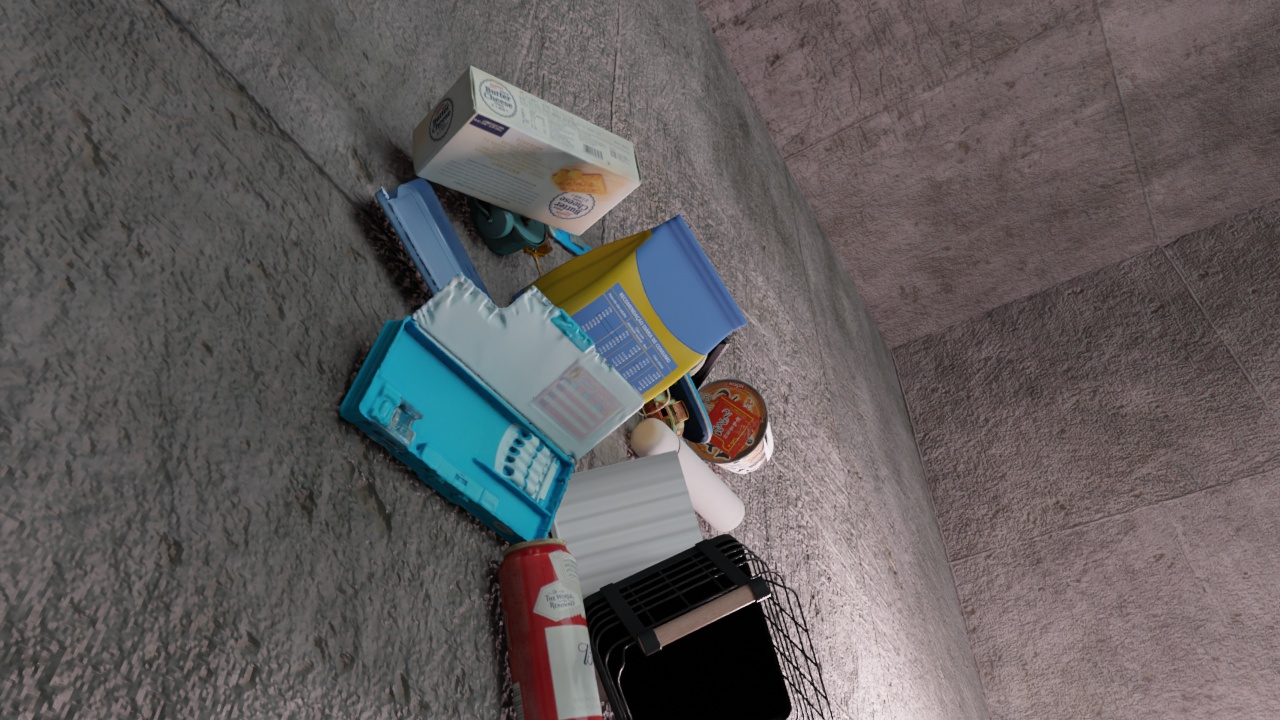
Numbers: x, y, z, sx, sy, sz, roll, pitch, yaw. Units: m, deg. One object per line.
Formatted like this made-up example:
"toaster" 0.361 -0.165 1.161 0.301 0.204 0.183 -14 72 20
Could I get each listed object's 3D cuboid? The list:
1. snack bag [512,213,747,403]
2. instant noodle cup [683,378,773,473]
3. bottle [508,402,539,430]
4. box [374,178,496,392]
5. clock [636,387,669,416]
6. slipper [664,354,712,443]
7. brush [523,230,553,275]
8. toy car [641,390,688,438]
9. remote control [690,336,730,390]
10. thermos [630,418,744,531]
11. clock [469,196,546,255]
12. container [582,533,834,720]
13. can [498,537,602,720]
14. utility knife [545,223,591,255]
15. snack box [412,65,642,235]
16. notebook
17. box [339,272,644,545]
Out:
"snack bag" -0.010 -0.045 0.971 0.159 0.205 0.102 54 14 -31
"instant noodle cup" 0.136 0.105 1.318 0.122 0.124 0.123 47 27 -60
"bottle" -0.081 0.039 0.856 0.043 0.111 0.043 55 18 -29
"box" -0.178 -0.068 0.850 0.209 0.034 0.127 62 11 -13
"clock" -0.006 0.007 1.101 0.042 0.091 0.120 -13 74 -58
"slipper" 0.037 -0.027 1.208 0.060 0.118 0.295 -31 107 -29
"brush" -0.123 -0.144 1.073 0.048 0.017 0.126 3 66 -67
"toy car" 0.033 0.067 1.190 0.047 0.047 0.112 -18 85 -65
"remote control" 0.072 0.005 1.237 0.022 0.151 0.047 -18 63 -35
"thermos" 0.061 0.147 1.170 0.224 0.052 0.052 47 29 -41
"clock" -0.149 -0.160 0.981 0.124 0.053 0.090 25 45 -60
"container" 0.064 0.287 0.784 0.130 0.162 0.241 -150 -140 -68
"can" -0.074 0.234 0.743 0.067 0.067 0.170 32 40 -56
"utility knife" -0.075 -0.145 1.195 0.174 0.015 0.031 32 45 -58
"snack box" -0.110 -0.200 0.911 0.207 0.104 0.057 15 53 -42
"notebook" -0.003 0.201 0.878 0.009 0.142 0.209 121 -45 -66
"box" -0.118 0.035 0.768 0.181 0.072 0.227 -55 130 -15
